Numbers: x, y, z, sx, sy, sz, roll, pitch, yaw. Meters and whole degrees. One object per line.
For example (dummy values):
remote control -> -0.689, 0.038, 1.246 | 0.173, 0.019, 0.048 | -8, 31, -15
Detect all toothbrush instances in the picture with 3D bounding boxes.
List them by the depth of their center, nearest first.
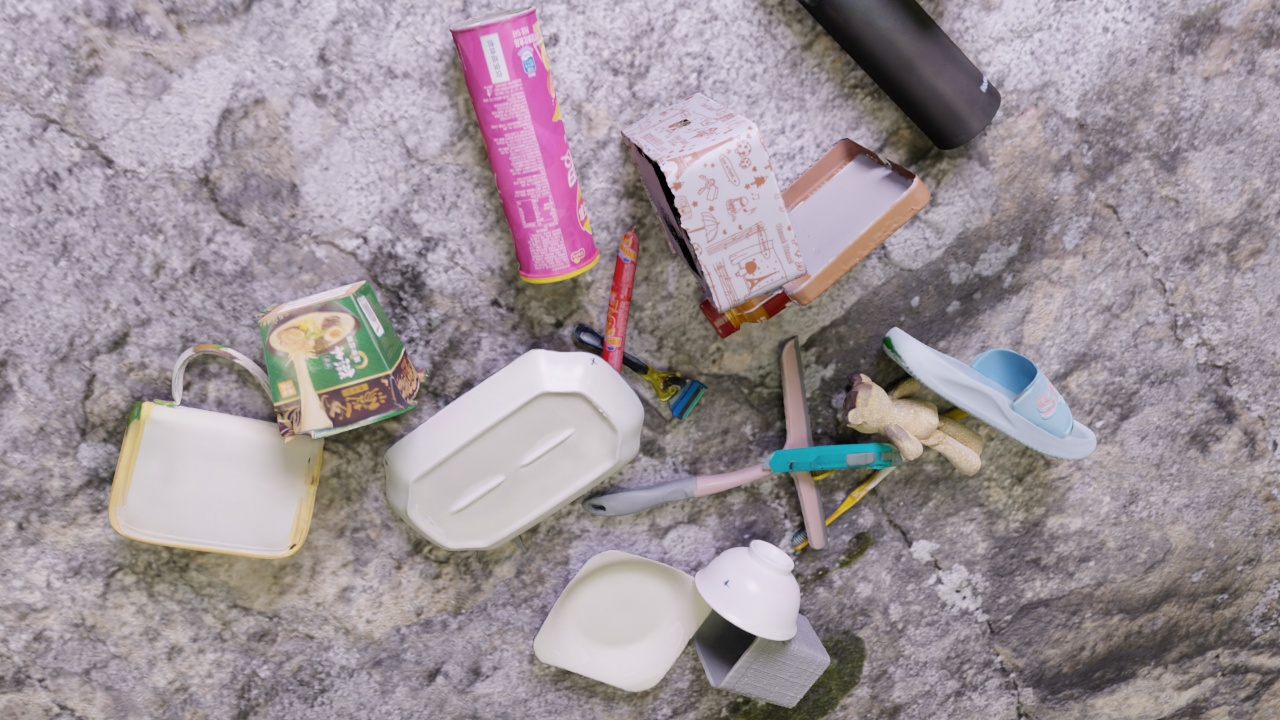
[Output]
toothbrush -> 0.263, 0.083, 0.960 | 0.190, 0.015, 0.016 | -21, 106, -9
toothbrush -> 0.235, 0.139, 0.991 | 0.191, 0.016, 0.018 | -44, 107, 10

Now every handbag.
handbag -> -0.366, 0.077, 0.818 | 0.163, 0.063, 0.179 | 13, 96, -17

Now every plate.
plate -> -0.119, 0.097, 0.858 | 0.266, 0.034, 0.162 | -33, 119, 13
plate -> -0.019, 0.274, 0.987 | 0.164, 0.034, 0.164 | 27, 106, -21

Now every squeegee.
squeegee -> 0.063, 0.124, 0.930 | 0.249, 0.040, 0.248 | -14, 113, -3

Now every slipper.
slipper -> 0.352, 0.021, 0.917 | 0.245, 0.104, 0.074 | 26, 104, -15

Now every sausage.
sausage -> -0.019, -0.047, 0.836 | 0.020, 0.020, 0.156 | 6, 102, -14

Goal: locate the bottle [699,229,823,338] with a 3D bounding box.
bottle -> 0.136, -0.085, 0.843 | 0.175, 0.057, 0.057 | -35, 116, 5

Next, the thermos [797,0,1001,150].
thermos -> 0.195, -0.268, 0.758 | 0.242, 0.089, 0.069 | 35, 143, -23

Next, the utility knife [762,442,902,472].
utility knife -> 0.197, 0.100, 0.930 | 0.157, 0.013, 0.029 | -2, 100, -14

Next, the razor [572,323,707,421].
razor -> -0.005, 0.005, 0.874 | 0.142, 0.022, 0.043 | 32, 95, -17

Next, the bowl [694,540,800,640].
bowl -> 0.123, 0.227, 0.951 | 0.118, 0.118, 0.065 | 21, 105, -20

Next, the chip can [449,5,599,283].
chip can -> -0.091, -0.173, 0.748 | 0.071, 0.071, 0.211 | -16, 116, -5

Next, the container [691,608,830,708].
container -> 0.136, 0.317, 1.011 | 0.114, 0.090, 0.090 | 27, 106, -25

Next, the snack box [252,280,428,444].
snack box -> -0.254, -0.005, 0.773 | 0.117, 0.118, 0.106 | -16, 106, -4

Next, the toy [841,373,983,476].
toy -> 0.277, 0.068, 0.928 | 0.157, 0.104, 0.066 | 24, 143, -5

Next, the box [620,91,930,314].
box -> 0.112, -0.145, 0.741 | 0.193, 0.183, 0.156 | -27, 117, 1

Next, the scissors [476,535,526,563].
scissors -> -0.155, 0.124, 0.904 | 0.175, 0.014, 0.159 | 33, 106, -25
